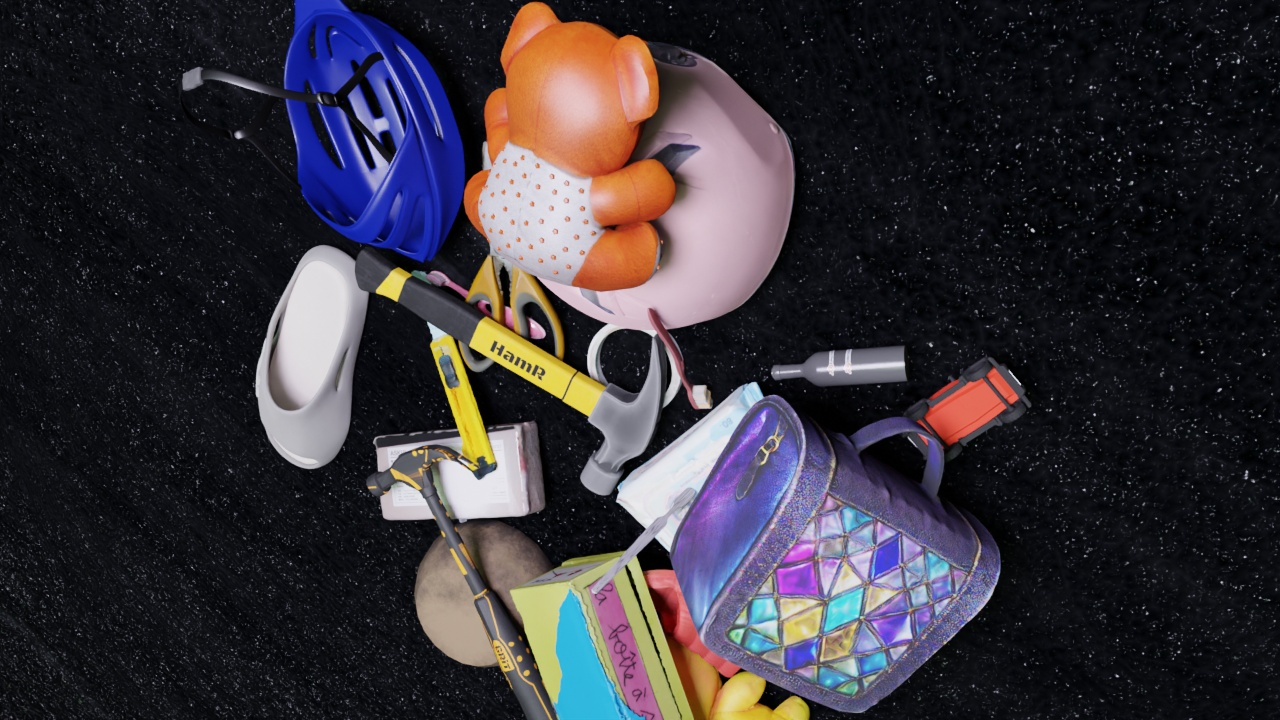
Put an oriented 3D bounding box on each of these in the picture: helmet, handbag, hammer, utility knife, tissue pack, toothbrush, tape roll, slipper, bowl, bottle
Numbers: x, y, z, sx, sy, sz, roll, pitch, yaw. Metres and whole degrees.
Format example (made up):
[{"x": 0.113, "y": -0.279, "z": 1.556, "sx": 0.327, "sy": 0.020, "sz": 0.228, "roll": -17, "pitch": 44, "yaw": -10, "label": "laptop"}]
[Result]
[{"x": -0.016, "y": -0.132, "z": 0.742, "sx": 0.255, "sy": 0.152, "sz": 0.231, "roll": 37, "pitch": 121, "yaw": 13, "label": "helmet"}, {"x": 0.153, "y": 0.140, "z": 0.722, "sx": 0.204, "sy": 0.125, "sz": 0.222, "roll": 30, "pitch": 104, "yaw": -21, "label": "handbag"}, {"x": -0.154, "y": 0.230, "z": 0.905, "sx": 0.123, "sy": 0.036, "sz": 0.320, "roll": -24, "pitch": 96, "yaw": 26, "label": "hammer"}, {"x": -0.187, "y": 0.011, "z": 0.904, "sx": 0.030, "sy": 0.019, "sz": 0.218, "roll": -21, "pitch": 80, "yaw": 12, "label": "utility knife"}, {"x": -0.183, "y": 0.119, "z": 0.946, "sx": 0.182, "sy": 0.071, "sz": 0.104, "roll": -8, "pitch": 90, "yaw": 21, "label": "tissue pack"}, {"x": 0.033, "y": 0.001, "z": 0.768, "sx": 0.016, "sy": 0.184, "sz": 0.015, "roll": -2, "pitch": 64, "yaw": 17, "label": "toothbrush"}, {"x": -0.124, "y": -0.016, "z": 0.854, "sx": 0.324, "sy": 0.034, "sz": 0.170, "roll": 30, "pitch": 116, "yaw": 3, "label": "hammer"}, {"x": -0.005, "y": 0.005, "z": 0.855, "sx": 0.093, "sy": 0.013, "sz": 0.093, "roll": 7, "pitch": 110, "yaw": 20, "label": "tape roll"}, {"x": -0.358, "y": 0.009, "z": 0.962, "sx": 0.113, "sy": 0.080, "sz": 0.266, "roll": 28, "pitch": 116, "yaw": 7, "label": "slipper"}, {"x": 0.096, "y": 0.262, "z": 0.852, "sx": 0.249, "sy": 0.059, "sz": 0.104, "roll": 20, "pitch": 149, "yaw": 7, "label": "slipper"}, {"x": 0.004, "y": 0.142, "z": 0.725, "sx": 0.010, "sy": 0.181, "sz": 0.010, "roll": 32, "pitch": 118, "yaw": 14, "label": "toothbrush"}, {"x": 0.075, "y": 0.108, "z": 0.828, "sx": 0.182, "sy": 0.069, "sz": 0.112, "roll": -41, "pitch": 92, "yaw": 28, "label": "tissue pack"}, {"x": -0.170, "y": 0.256, "z": 0.979, "sx": 0.162, "sy": 0.070, "sz": 0.162, "roll": 7, "pitch": 111, "yaw": 20, "label": "bowl"}, {"x": -0.259, "y": -0.187, "z": 0.770, "sx": 0.148, "sy": 0.227, "sz": 0.241, "roll": -5, "pitch": 105, "yaw": 33, "label": "helmet"}, {"x": -0.151, "y": -0.054, "z": 0.892, "sx": 0.135, "sy": 0.016, "sz": 0.022, "roll": 28, "pitch": 114, "yaw": 11, "label": "toothbrush"}, {"x": 0.167, "y": 0.006, "z": 0.776, "sx": 0.113, "sy": 0.030, "sz": 0.030, "roll": -5, "pitch": 106, "yaw": 23, "label": "bottle"}]

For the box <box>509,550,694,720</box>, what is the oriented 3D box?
[{"x": -0.028, "y": 0.296, "z": 0.851, "sx": 0.125, "sy": 0.081, "sz": 0.221, "roll": -27, "pitch": 84, "yaw": 52, "label": "box"}]

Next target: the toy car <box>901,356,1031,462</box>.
[{"x": 0.259, "y": 0.039, "z": 0.740, "sx": 0.100, "sy": 0.048, "sz": 0.051, "roll": -40, "pitch": 90, "yaw": 28, "label": "toy car"}]

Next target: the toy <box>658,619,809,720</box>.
[{"x": 0.062, "y": 0.357, "z": 0.913, "sx": 0.194, "sy": 0.087, "sz": 0.135, "roll": 32, "pitch": 120, "yaw": 9, "label": "toy"}]

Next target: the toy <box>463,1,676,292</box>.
[{"x": -0.048, "y": -0.143, "z": 0.624, "sx": 0.164, "sy": 0.092, "sz": 0.173, "roll": 28, "pitch": 119, "yaw": 23, "label": "toy"}]

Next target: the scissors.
[{"x": -0.116, "y": -0.089, "z": 0.851, "sx": 0.134, "sy": 0.016, "sz": 0.228, "roll": 12, "pitch": 111, "yaw": 12, "label": "scissors"}]
